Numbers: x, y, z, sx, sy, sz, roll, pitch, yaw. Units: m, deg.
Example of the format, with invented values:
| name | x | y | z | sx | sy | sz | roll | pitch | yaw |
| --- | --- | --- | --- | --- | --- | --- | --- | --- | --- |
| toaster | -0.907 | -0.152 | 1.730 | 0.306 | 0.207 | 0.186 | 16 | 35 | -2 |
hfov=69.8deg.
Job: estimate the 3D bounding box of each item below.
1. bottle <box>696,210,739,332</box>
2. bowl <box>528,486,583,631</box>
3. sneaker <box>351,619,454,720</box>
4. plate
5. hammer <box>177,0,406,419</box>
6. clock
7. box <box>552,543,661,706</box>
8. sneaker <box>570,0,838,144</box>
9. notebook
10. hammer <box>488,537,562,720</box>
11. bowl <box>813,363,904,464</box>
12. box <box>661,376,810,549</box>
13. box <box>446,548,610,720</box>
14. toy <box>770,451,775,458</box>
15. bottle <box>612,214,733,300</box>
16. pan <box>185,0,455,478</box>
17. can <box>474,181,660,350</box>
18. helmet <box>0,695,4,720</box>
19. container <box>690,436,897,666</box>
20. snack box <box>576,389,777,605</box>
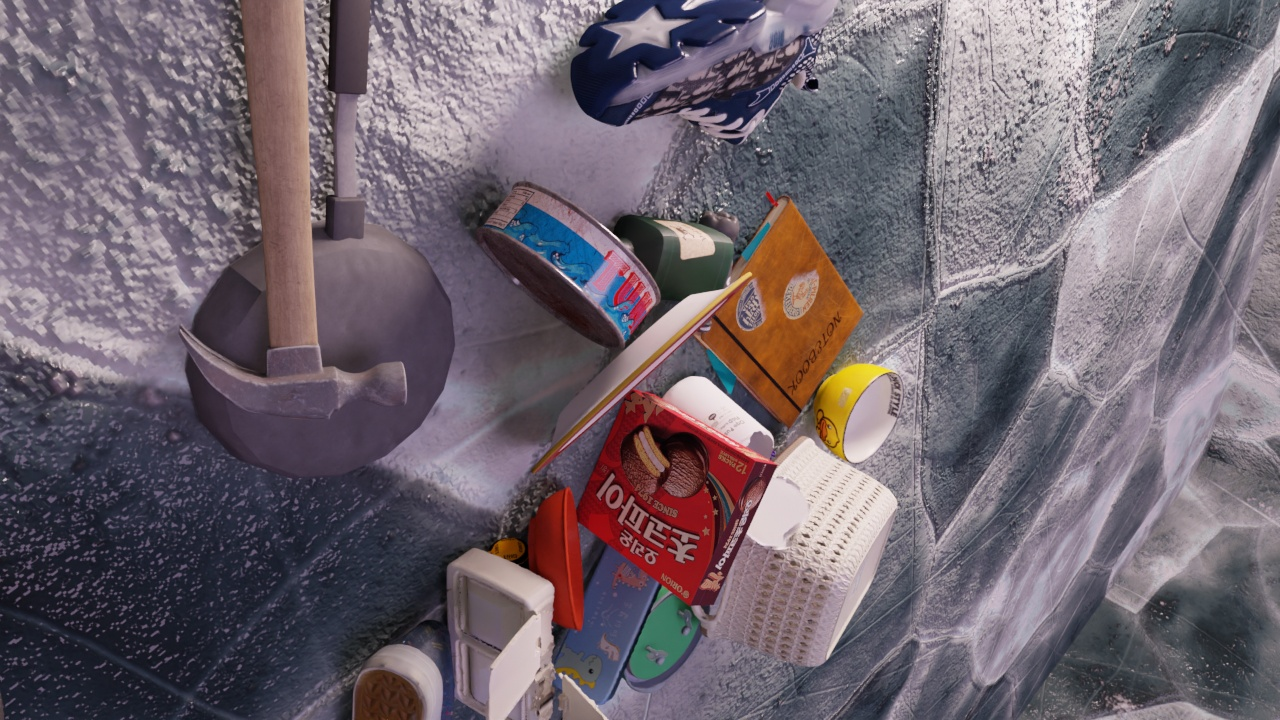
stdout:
| name | x | y | z | sx | sy | sz | roll | pitch | yaw |
| --- | --- | --- | --- | --- | --- | --- | --- | --- | --- |
| bottle | 0.063 | -0.078 | 0.826 | 0.036 | 0.036 | 0.110 | -14 | 122 | -42 |
| bowl | -0.073 | 0.171 | 0.788 | 0.035 | 0.121 | 0.122 | -6 | 124 | 0 |
| sneaker | -0.195 | 0.315 | 0.767 | 0.079 | 0.087 | 0.236 | -60 | 160 | -61 |
| plate | -0.004 | 0.004 | 0.720 | 0.229 | 0.021 | 0.230 | -42 | 178 | -2 |
| hammer | -0.193 | -0.125 | 0.494 | 0.119 | 0.031 | 0.331 | -4 | 108 | -23 |
| clock | 0.019 | 0.286 | 0.960 | 0.121 | 0.075 | 0.162 | -44 | 137 | -21 |
| box | -0.019 | 0.221 | 0.870 | 0.049 | 0.066 | 0.209 | 32 | 80 | -55 |
| sneaker | 0.060 | -0.218 | 0.704 | 0.268 | 0.103 | 0.133 | -36 | 141 | -32 |
| notebook | 0.143 | -0.038 | 0.951 | 0.178 | 0.014 | 0.249 | -56 | 140 | -6 |
| hammer | -0.115 | 0.293 | 0.859 | 0.123 | 0.036 | 0.321 | -25 | 130 | -38 |
| bowl | 0.246 | 0.055 | 1.071 | 0.117 | 0.068 | 0.117 | -24 | 128 | -36 |
| box | 0.089 | 0.094 | 0.859 | 0.084 | 0.162 | 0.112 | -33 | 139 | -21 |
| box | -0.105 | 0.249 | 0.726 | 0.095 | 0.186 | 0.145 | -13 | 114 | -34 |
| toy | 0.081 | 0.113 | 0.941 | 0.087 | 0.056 | 0.106 | -35 | 168 | -35 |
| bottle | 0.011 | -0.084 | 0.748 | 0.131 | 0.061 | 0.061 | -2 | 115 | -46 |
| pan | -0.181 | -0.082 | 0.562 | 0.178 | 0.041 | 0.358 | -12 | 120 | -43 |
| can | -0.051 | -0.064 | 0.640 | 0.044 | 0.130 | 0.130 | -52 | 139 | -11 |
| helmet | -0.403 | 0.224 | 0.409 | 0.263 | 0.164 | 0.170 | -44 | 150 | -34 |
| container | 0.167 | 0.201 | 0.963 | 0.245 | 0.143 | 0.185 | -33 | 139 | -54 |
| snack box | 0.026 | 0.117 | 0.809 | 0.035 | 0.152 | 0.133 | 16 | 100 | -50 |
